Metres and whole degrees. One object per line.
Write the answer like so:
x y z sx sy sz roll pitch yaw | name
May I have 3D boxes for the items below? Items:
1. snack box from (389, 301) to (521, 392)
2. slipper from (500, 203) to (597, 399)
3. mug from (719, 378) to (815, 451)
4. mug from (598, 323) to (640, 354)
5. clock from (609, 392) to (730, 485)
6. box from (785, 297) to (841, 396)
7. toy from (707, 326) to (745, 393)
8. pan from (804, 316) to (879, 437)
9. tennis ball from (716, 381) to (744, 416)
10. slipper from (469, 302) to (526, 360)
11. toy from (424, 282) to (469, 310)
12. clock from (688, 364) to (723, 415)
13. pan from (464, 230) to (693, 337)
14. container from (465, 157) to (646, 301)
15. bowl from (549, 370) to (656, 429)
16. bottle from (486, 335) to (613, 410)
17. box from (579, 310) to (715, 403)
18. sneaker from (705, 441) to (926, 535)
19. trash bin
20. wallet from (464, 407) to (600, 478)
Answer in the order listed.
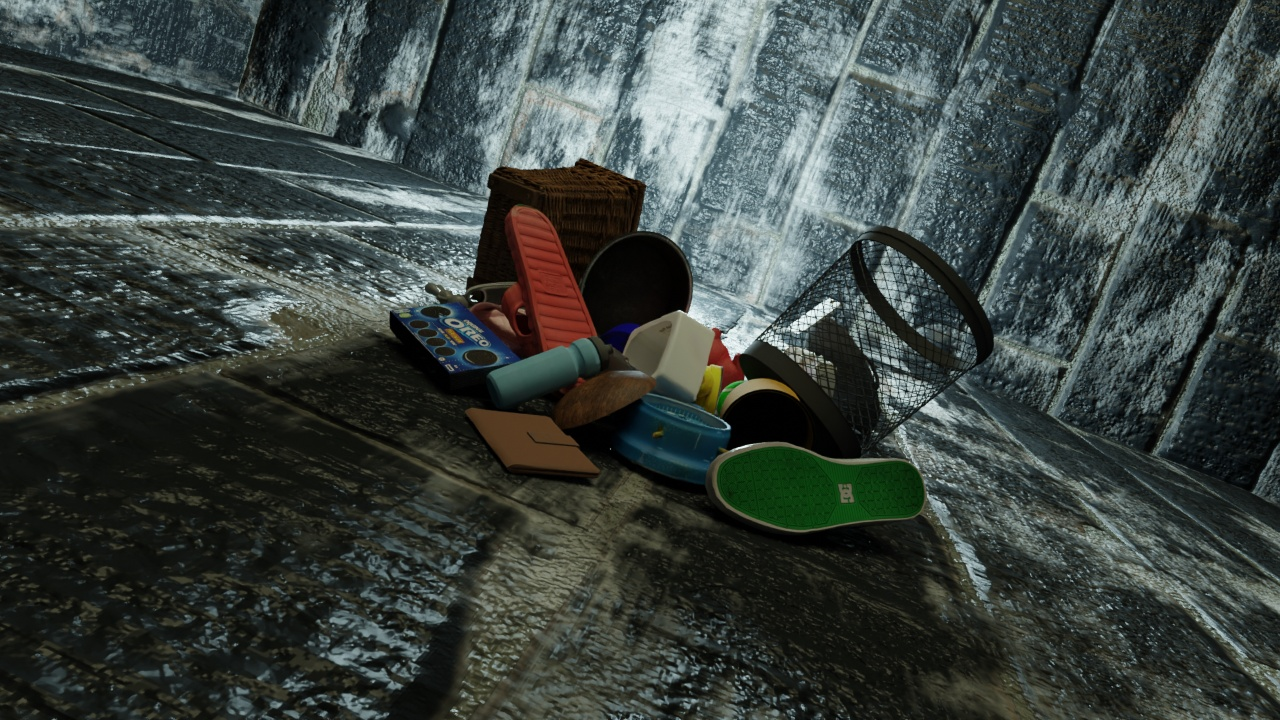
-0.192 -0.017 0.947 0.082 0.027 0.150 -12 34 -35 | snack box
-0.114 -0.062 1.056 0.103 0.059 0.248 11 56 -49 | slipper
0.123 0.075 1.002 0.124 0.100 0.094 -8 7 6 | mug
-0.007 0.007 1.134 0.111 0.079 0.083 32 12 2 | mug
0.027 0.071 0.917 0.116 0.060 0.161 16 9 -20 | clock
0.236 -0.007 1.373 0.070 0.186 0.143 5 10 -13 | box
0.100 0.029 1.305 0.093 0.088 0.133 -26 60 -30 | toy
0.291 0.027 1.482 0.024 0.216 0.355 -23 2 -12 | pan
0.129 0.058 1.151 0.065 0.065 0.065 20 11 -4 | tennis ball
-0.167 -0.037 1.100 0.107 0.056 0.221 21 14 7 | slipper
-0.242 -0.074 1.212 0.112 0.030 0.049 32 12 31 | toy
0.063 0.043 1.063 0.057 0.083 0.118 15 9 -2 | clock
-0.080 -0.092 1.276 0.356 0.187 0.055 -1 18 -30 | pan
-0.132 -0.163 1.340 0.182 0.250 0.162 -4 25 -42 | container
-0.042 0.031 0.896 0.114 0.026 0.102 -27 12 -23 | bowl
-0.085 0.009 0.904 0.129 0.040 0.040 -21 29 -21 | bottle
-0.011 -0.005 1.006 0.136 0.120 0.109 32 -28 -22 | box
0.157 0.128 0.879 0.235 0.084 0.079 6 -19 -26 | sneaker
0.269 -0.010 1.135 0.218 0.227 0.218 49 -7 8 | trash bin
-0.097 0.073 0.806 0.087 0.013 0.121 9 15 -31 | wallet
